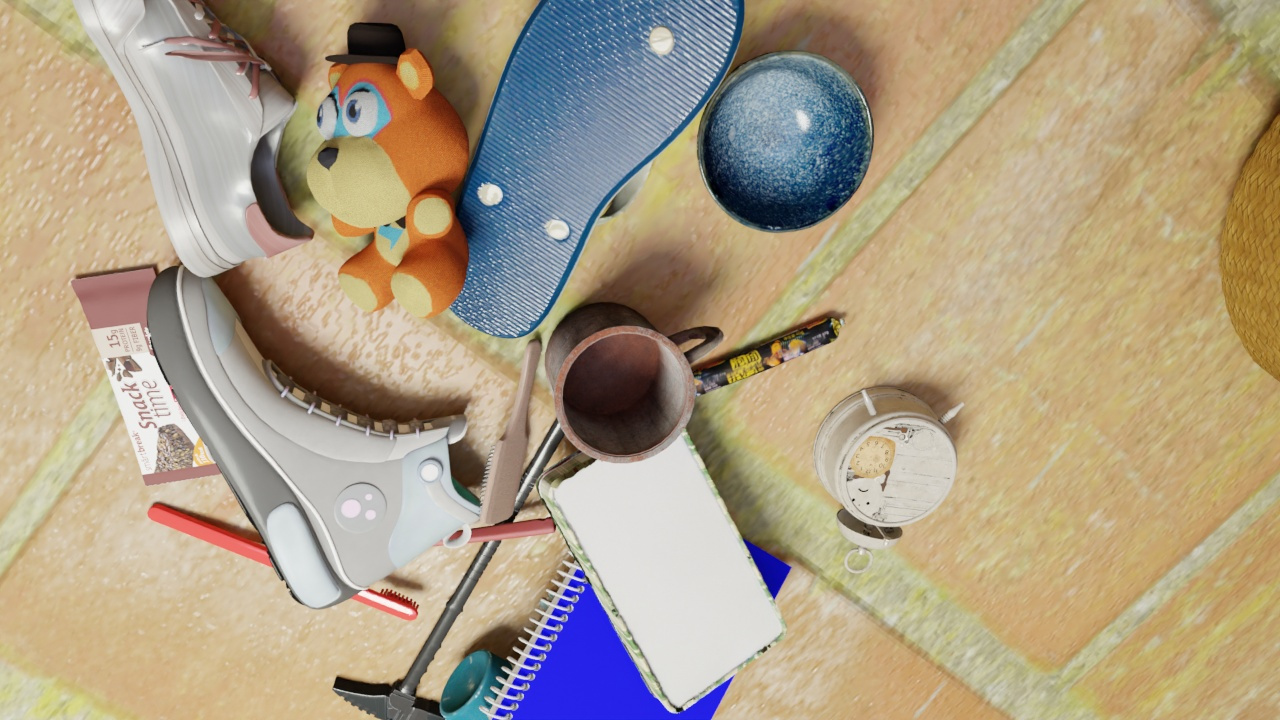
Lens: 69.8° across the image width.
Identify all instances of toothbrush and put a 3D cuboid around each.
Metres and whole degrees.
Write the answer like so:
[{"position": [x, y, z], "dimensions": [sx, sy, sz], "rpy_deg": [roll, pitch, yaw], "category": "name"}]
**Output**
[{"position": [-0.158, 0.133, 0.696], "dimensions": [0.190, 0.016, 0.016], "rpy_deg": [-7, 99, 3], "category": "toothbrush"}, {"position": [-0.268, 0.152, 0.699], "dimensions": [0.212, 0.018, 0.012], "rpy_deg": [24, 102, -7], "category": "toothbrush"}]

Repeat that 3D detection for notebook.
[{"position": [0.000, 0.214, 0.713], "dimensions": [0.171, 0.022, 0.209], "rpy_deg": [32, 82, -17], "category": "notebook"}]

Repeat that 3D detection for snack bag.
[{"position": [-0.345, 0.015, 0.643], "dimensions": [0.057, 0.013, 0.158], "rpy_deg": [-8, 111, -2], "category": "snack bag"}]

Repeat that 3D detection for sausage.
[{"position": [0.080, 0.002, 0.682], "dimensions": [0.155, 0.020, 0.020], "rpy_deg": [-21, 111, 2], "category": "sausage"}]

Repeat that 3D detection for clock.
[{"position": [0.187, 0.098, 0.707], "dimensions": [0.103, 0.061, 0.157], "rpy_deg": [8, 107, -9], "category": "clock"}]

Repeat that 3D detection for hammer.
[{"position": [-0.134, 0.159, 0.721], "dimensions": [0.095, 0.015, 0.325], "rpy_deg": [27, 105, -14], "category": "hammer"}]

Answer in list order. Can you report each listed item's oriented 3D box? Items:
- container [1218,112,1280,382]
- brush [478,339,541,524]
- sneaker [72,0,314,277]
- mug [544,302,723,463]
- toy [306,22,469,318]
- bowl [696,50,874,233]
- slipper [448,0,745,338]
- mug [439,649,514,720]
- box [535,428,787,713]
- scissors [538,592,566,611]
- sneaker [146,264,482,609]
[{"position": [0.563, -0.083, 0.611], "dimensions": [0.307, 0.196, 0.307], "rpy_deg": [-3, 112, -7], "category": "container"}, {"position": [-0.094, 0.050, 0.664], "dimensions": [0.015, 0.049, 0.135], "rpy_deg": [13, 92, 17], "category": "brush"}, {"position": [-0.252, -0.167, 0.542], "dimensions": [0.089, 0.099, 0.236], "rpy_deg": [-9, 118, -2], "category": "sneaker"}, {"position": [-0.004, 0.004, 0.624], "dimensions": [0.123, 0.110, 0.096], "rpy_deg": [-24, 111, -4], "category": "mug"}, {"position": [-0.152, -0.116, 0.568], "dimensions": [0.096, 0.112, 0.176], "rpy_deg": [-3, 96, -48], "category": "toy"}, {"position": [0.088, -0.146, 0.605], "dimensions": [0.114, 0.060, 0.114], "rpy_deg": [-3, 110, -8], "category": "bowl"}, {"position": [-0.045, -0.141, 0.596], "dimensions": [0.118, 0.060, 0.296], "rpy_deg": [29, 118, -10], "category": "slipper"}, {"position": [-0.096, 0.287, 0.735], "dimensions": [0.078, 0.078, 0.121], "rpy_deg": [-42, 112, 9], "category": "mug"}, {"position": [0.016, 0.146, 0.680], "dimensions": [0.117, 0.051, 0.205], "rpy_deg": [-32, 102, -13], "category": "box"}, {"position": [-0.042, 0.243, 0.767], "dimensions": [0.141, 0.015, 0.076], "rpy_deg": [41, 103, -12], "category": "scissors"}, {"position": [-0.213, 0.035, 0.634], "dimensions": [0.160, 0.093, 0.257], "rpy_deg": [-24, 106, -12], "category": "sneaker"}]
